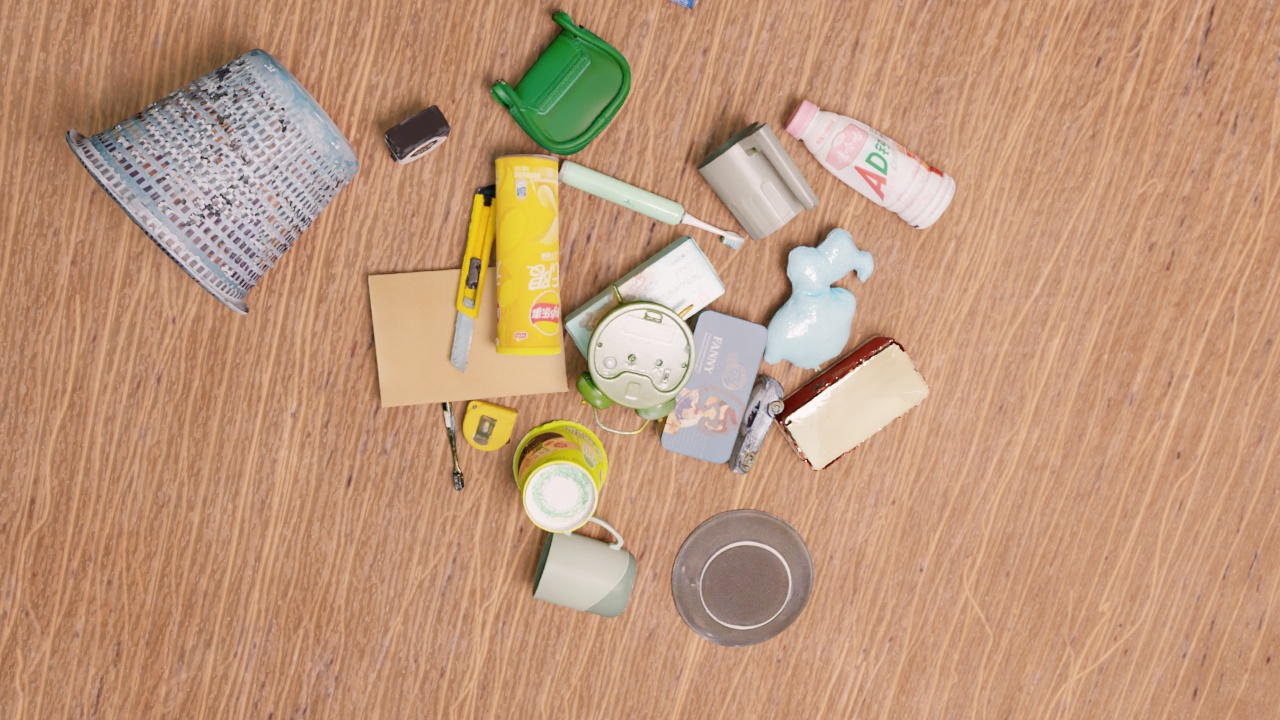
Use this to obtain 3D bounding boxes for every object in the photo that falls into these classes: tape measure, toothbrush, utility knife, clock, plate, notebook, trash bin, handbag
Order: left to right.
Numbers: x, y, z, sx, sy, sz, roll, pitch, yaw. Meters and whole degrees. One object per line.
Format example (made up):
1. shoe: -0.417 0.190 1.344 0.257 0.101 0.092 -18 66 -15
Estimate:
1. trash bin: -0.400 -0.191 0.913 0.195 0.227 0.226 -42 101 -10
2. tape measure: -0.239 -0.238 0.978 0.065 0.066 0.033 -33 99 -16
3. toothbrush: -0.222 0.061 1.057 0.012 0.017 0.186 -7 100 -1
4. notebook: -0.192 -0.029 1.037 0.211 0.012 0.149 -5 97 -8
5. utility knife: -0.183 -0.092 1.019 0.033 0.015 0.215 10 90 -6
6. tape measure: -0.176 0.076 1.058 0.060 0.029 0.057 17 99 -8
7. handbag: -0.080 -0.292 0.982 0.120 0.068 0.131 39 94 -9
8. clock: -0.006 0.006 0.996 0.116 0.056 0.161 14 102 -11
9. toothbrush: 0.014 -0.174 1.033 0.224 0.026 0.027 20 128 -8
10. plate: 0.127 0.271 1.122 0.179 0.024 0.179 -1 100 -5

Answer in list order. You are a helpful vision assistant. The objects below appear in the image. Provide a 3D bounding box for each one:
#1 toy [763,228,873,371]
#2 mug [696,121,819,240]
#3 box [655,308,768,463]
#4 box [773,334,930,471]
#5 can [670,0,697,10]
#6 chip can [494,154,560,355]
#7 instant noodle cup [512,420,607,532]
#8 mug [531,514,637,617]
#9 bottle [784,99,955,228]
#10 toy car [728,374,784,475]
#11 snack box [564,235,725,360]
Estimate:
1. toy: 0.204 -0.061 1.057 0.161 0.050 0.156 -26 111 -6
2. mug: 0.132 -0.196 0.992 0.083 0.124 0.103 -43 104 -15
3. box: 0.082 0.022 1.056 0.089 0.061 0.184 13 100 -8
4. box: 0.246 0.052 1.068 0.168 0.077 0.091 -35 101 2
5. can: 0.005 -0.424 0.974 0.134 0.053 0.053 20 97 -8
6. chip can: -0.122 -0.112 0.999 0.072 0.072 0.213 0 94 -5
7. instant noodle cup: -0.089 0.135 1.028 0.111 0.123 0.112 -1 99 -5
8. mug: -0.060 0.236 1.070 0.106 0.082 0.112 17 95 -7
9. bottle: 0.253 -0.223 1.027 0.197 0.068 0.068 30 96 -7
10. toy car: 0.131 0.075 1.073 0.037 0.054 0.121 20 99 -11
11. snack box: 0.004 -0.063 1.038 0.175 0.051 0.074 -35 102 2
